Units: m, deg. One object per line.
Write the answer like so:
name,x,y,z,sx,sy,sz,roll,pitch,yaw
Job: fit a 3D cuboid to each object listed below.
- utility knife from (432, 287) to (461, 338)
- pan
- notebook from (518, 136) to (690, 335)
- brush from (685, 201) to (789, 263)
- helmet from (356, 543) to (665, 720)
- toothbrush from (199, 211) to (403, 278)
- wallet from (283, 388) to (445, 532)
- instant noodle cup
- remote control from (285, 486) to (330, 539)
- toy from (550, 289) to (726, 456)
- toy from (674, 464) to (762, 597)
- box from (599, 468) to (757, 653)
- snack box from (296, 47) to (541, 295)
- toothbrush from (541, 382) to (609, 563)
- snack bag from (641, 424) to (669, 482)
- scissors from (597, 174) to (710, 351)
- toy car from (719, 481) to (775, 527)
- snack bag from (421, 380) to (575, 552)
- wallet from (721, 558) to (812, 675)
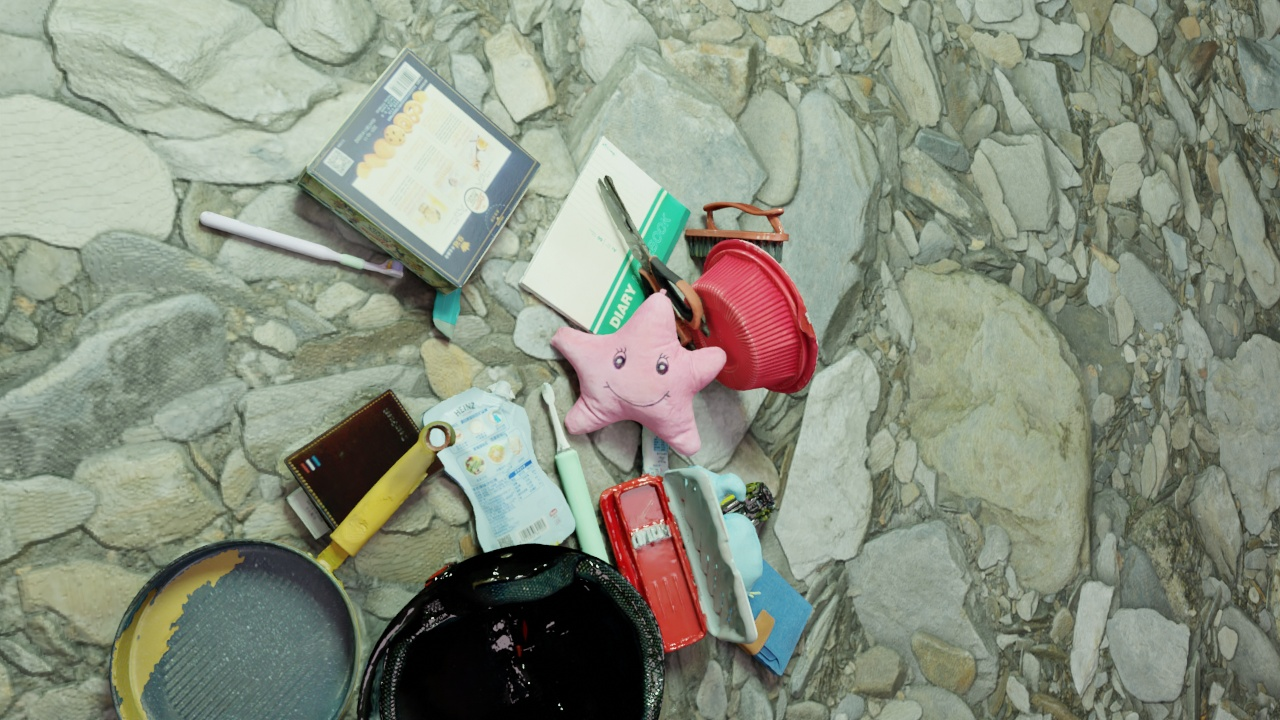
utility knife,-0.192,-0.111,0.962,0.029,0.013,0.179,17,73,-32
pan,-0.285,0.191,0.784,0.197,0.078,0.356,42,76,-1
notebook,-0.034,-0.133,1.064,0.150,0.012,0.208,35,68,-26
brush,0.118,-0.151,1.079,0.063,0.146,0.069,-3,100,-33
helmet,-0.115,0.290,0.850,0.274,0.230,0.233,-17,87,-8
toothbrush,-0.320,-0.111,0.879,0.189,0.029,0.021,14,116,-29
wallet,-0.259,0.098,0.870,0.122,0.020,0.096,-38,104,-31
instant noodle cup,0.111,-0.037,1.039,0.065,0.194,0.194,-27,99,-26
remote control,-0.275,0.114,0.884,0.124,0.024,0.049,-40,105,-27
toy,-0.006,0.006,1.014,0.194,0.074,0.178,13,92,-1
toy,0.086,0.209,1.060,0.156,0.049,0.162,38,108,9
box,0.044,0.222,1.018,0.073,0.155,0.201,-27,101,-66
snack box,-0.216,-0.189,0.924,0.182,0.046,0.177,40,60,-22
toothbrush,-0.074,0.132,1.005,0.026,0.027,0.224,-16,95,-3
snack bag,0.016,0.102,1.063,0.048,0.026,0.104,0,85,-38
scissors,0.014,-0.113,1.037,0.015,0.192,0.207,-31,132,-29
toy car,0.114,0.187,1.114,0.105,0.032,0.048,-32,100,-18
snack bag,-0.145,0.118,0.956,0.110,0.039,0.191,-28,99,-25
wallet,0.147,0.305,1.120,0.133,0.040,0.106,45,60,-19
